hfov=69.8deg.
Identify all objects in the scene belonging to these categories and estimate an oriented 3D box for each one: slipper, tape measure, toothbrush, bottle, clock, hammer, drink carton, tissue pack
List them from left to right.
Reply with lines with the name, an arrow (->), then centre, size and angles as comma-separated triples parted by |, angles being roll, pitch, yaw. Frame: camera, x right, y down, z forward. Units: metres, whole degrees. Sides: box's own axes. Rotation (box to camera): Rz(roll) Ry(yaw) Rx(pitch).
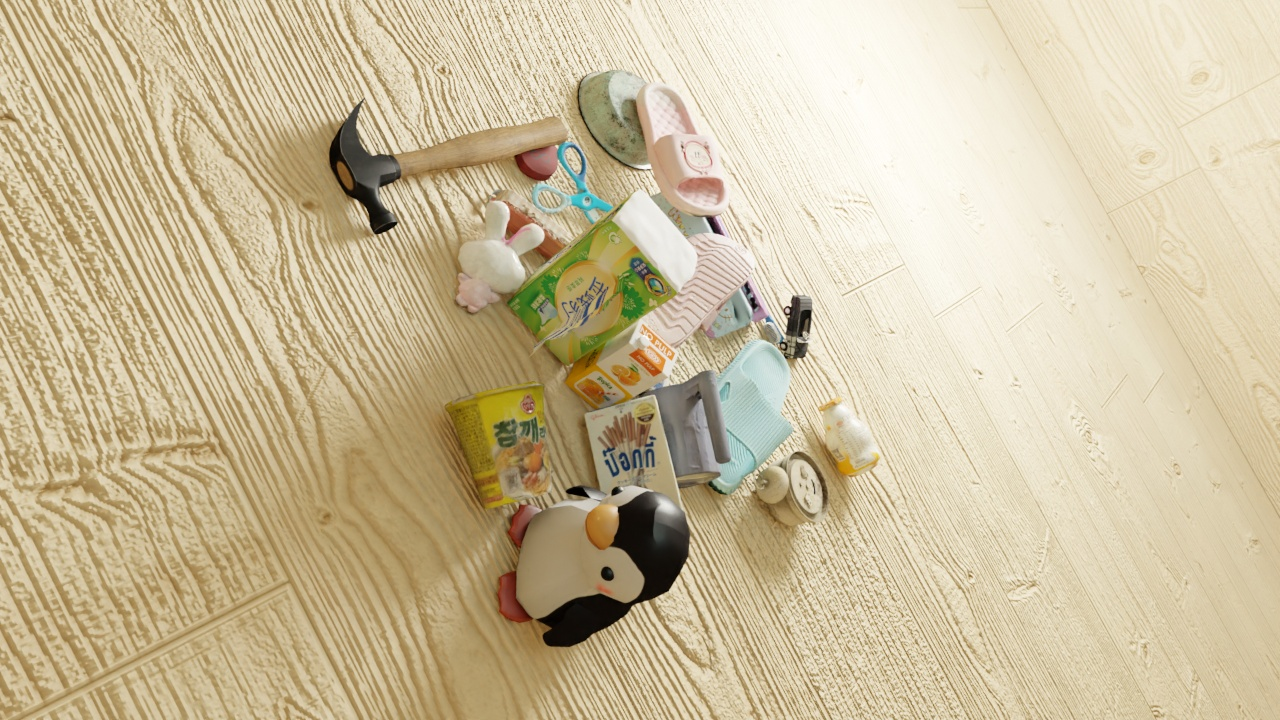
hammer -> -0.200, -0.238, 1.025 | 0.304, 0.040, 0.132 | -27, 89, -44
tape measure -> -0.131, -0.246, 1.120 | 0.059, 0.019, 0.051 | 16, 60, -29
tissue pack -> -0.053, -0.067, 0.961 | 0.120, 0.198, 0.141 | 43, 42, -8
drink carton -> -0.019, 0.007, 1.005 | 0.058, 0.123, 0.040 | 41, 45, -18
slipper -> 0.059, -0.283, 1.221 | 0.106, 0.056, 0.221 | -5, 65, -35
slipper -> 0.056, -0.079, 1.153 | 0.094, 0.065, 0.238 | 37, 50, 8
toothbrush -> 0.157, -0.097, 1.309 | 0.014, 0.016, 0.166 | -25, 86, -47
slipper -> 0.141, 0.056, 1.172 | 0.116, 0.070, 0.275 | 47, 43, -8
clock -> 0.182, 0.162, 1.159 | 0.140, 0.055, 0.092 | 18, 56, -44
bottle -> 0.288, 0.106, 1.283 | 0.063, 0.063, 0.109 | -21, 82, -47

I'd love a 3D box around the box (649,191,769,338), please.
box -> 0.098, -0.141, 1.249 | 0.139, 0.062, 0.214 | -21, 83, -44

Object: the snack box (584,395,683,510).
snack box -> -0.006, 0.119, 0.993 | 0.026, 0.082, 0.150 | 67, 9, -72

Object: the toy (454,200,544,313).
toy -> -0.160, -0.106, 0.994 | 0.076, 0.037, 0.125 | 29, 75, -16

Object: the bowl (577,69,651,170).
bowl -> -0.013, -0.342, 1.268 | 0.157, 0.039, 0.157 | 22, 54, -34

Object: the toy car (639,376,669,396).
toy car -> -0.006, 0.006, 1.080 | 0.112, 0.041, 0.048 | 32, 50, -28

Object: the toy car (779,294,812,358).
toy car -> 0.227, -0.047, 1.310 | 0.040, 0.037, 0.092 | -4, 104, -46

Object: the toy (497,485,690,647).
toy -> -0.022, 0.184, 0.859 | 0.140, 0.185, 0.158 | 29, 50, -30

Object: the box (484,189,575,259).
box -> -0.094, -0.138, 1.068 | 0.187, 0.055, 0.076 | 36, 15, -25

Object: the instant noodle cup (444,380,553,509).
instant noodle cup -> -0.131, 0.083, 0.887 | 0.102, 0.102, 0.108 | -8, 82, -45

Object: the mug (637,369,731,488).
mug -> 0.055, 0.081, 1.035 | 0.083, 0.124, 0.104 | 2, 68, -33

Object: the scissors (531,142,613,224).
scissors -> -0.067, -0.211, 1.136 | 0.140, 0.013, 0.113 | 17, 86, -33
